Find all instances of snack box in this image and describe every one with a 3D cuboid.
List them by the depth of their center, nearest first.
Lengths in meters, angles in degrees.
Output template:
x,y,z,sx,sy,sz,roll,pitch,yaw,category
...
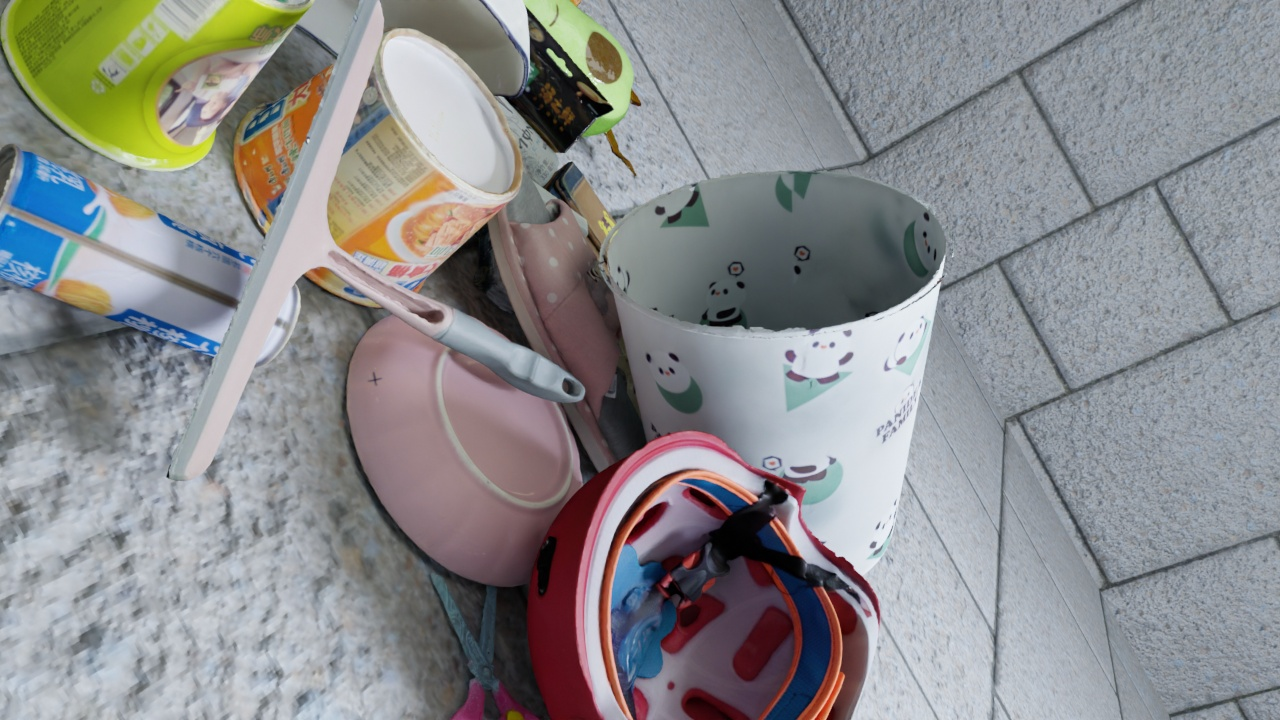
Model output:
x,y,z,sx,sy,sz,roll,pitch,yaw,category
-0.098,-0.233,0.775,0.113,0.053,0.126,44,-7,-26,snack box

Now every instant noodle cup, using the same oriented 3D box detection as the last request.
x,y,z,sx,sy,sz,roll,pitch,yaw,category
-0.233,-0.176,0.464,0.111,0.124,0.111,42,32,-34,instant noodle cup
-0.153,-0.124,0.571,0.151,0.112,0.151,42,32,-34,instant noodle cup

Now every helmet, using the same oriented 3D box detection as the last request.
x,y,z,sx,sy,sz,roll,pitch,yaw,category
0.016,0.160,0.549,0.240,0.144,0.206,51,50,-18,helmet

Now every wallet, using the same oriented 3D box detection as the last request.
x,y,z,sx,sy,sz,roll,pitch,yaw,category
-0.048,-0.122,0.855,0.115,0.033,0.090,55,25,-21,wallet

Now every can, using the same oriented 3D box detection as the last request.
x,y,z,sx,sy,sz,roll,pitch,yaw,category
-0.227,-0.042,0.419,0.134,0.053,0.053,30,39,-47,can
-0.133,-0.195,0.739,0.146,0.058,0.058,45,30,-30,can

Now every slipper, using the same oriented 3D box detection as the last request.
x,y,z,sx,sy,sz,roll,pitch,yaw,category
-0.040,-0.023,0.685,0.114,0.054,0.274,-63,133,-68,slipper

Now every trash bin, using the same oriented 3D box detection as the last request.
x,y,z,sx,sy,sz,roll,pitch,yaw,category
0.097,0.022,0.671,0.229,0.230,0.252,-77,164,-54,trash bin

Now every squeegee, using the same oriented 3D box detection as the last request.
x,y,z,sx,sy,sz,roll,pitch,yaw,category
-0.113,-0.023,0.512,0.249,0.040,0.247,35,66,-51,squeegee

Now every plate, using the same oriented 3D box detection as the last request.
x,y,z,sx,sy,sz,roll,pitch,yaw,category
-0.161,-0.234,0.582,0.204,0.205,0.045,28,77,-49,plate
-0.096,0.045,0.583,0.192,0.039,0.192,42,30,-32,plate

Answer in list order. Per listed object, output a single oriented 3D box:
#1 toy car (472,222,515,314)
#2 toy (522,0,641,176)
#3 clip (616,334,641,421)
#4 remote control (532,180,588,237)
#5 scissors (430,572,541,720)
x,y,z,sx,sy,sz,roll,pitch,yaw,category
-0.104,-0.077,0.705,0.043,0.034,0.090,32,37,-39,toy car
-0.073,-0.296,0.908,0.246,0.090,0.226,32,54,-41,toy
-0.003,0.004,0.808,0.070,0.035,0.100,-3,71,-63,clip
-0.097,-0.122,0.744,0.125,0.049,0.024,31,42,-46,remote control
-0.089,0.177,0.498,0.133,0.017,0.118,61,25,9,scissors
